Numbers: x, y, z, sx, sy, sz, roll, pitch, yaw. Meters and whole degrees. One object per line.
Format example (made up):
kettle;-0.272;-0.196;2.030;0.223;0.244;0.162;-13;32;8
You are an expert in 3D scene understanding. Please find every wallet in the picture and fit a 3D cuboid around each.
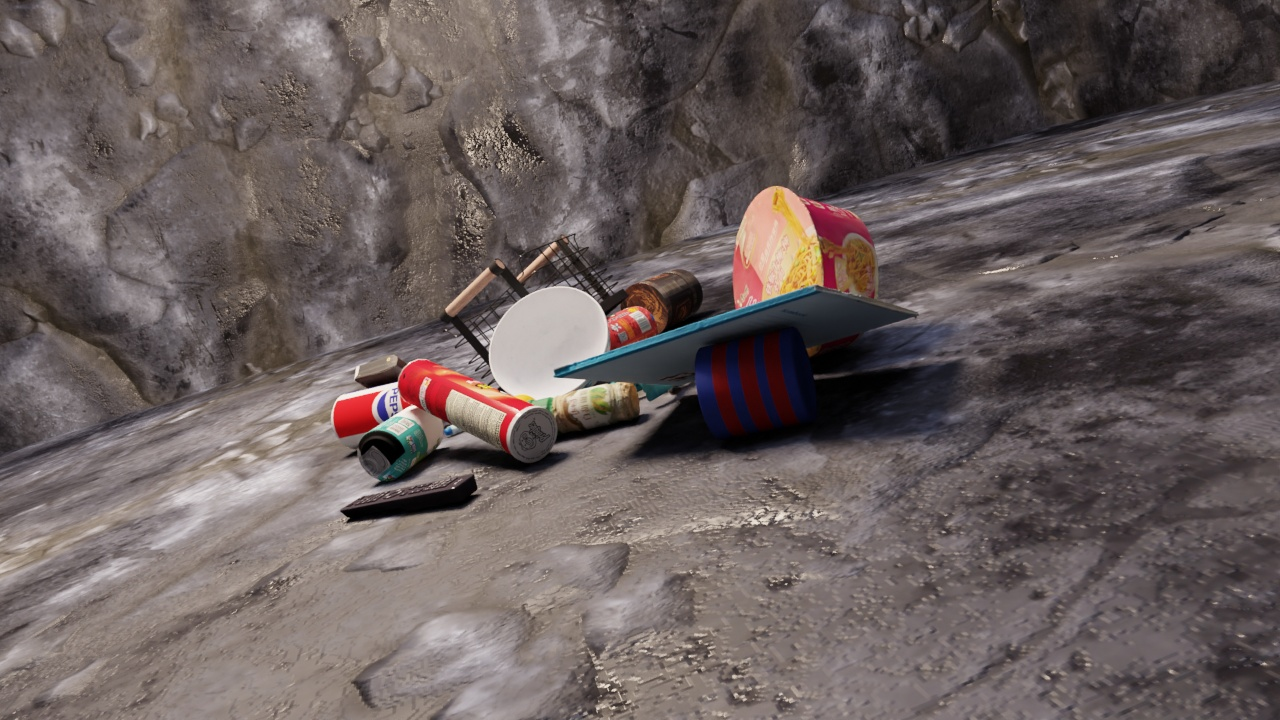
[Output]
wallet;-0.291;0.036;1.151;0.072;0.019;0.123;-17;-35;23

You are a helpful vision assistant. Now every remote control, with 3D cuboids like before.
remote control;-0.203;0.121;0.801;0.137;0.015;0.032;-14;10;28

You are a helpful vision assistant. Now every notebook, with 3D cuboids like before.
notebook;0.077;-0.013;0.764;0.254;0.009;0.180;-18;-15;37

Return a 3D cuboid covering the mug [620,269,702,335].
mug;0.023;-0.077;1.349;0.116;0.080;0.107;-42;-8;37

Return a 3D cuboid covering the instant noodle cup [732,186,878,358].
instant noodle cup;0.163;-0.079;0.895;0.077;0.178;0.179;-3;5;-20

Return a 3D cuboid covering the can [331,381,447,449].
can;-0.301;0.063;1.106;0.132;0.070;0.070;-12;11;23

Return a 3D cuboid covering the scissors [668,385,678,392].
scissors;0.062;0.004;1.000;0.141;0.014;0.161;-19;11;4

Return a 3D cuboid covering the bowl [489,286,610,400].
bowl;-0.094;-0.005;1.061;0.144;0.143;0.074;-14;-29;12

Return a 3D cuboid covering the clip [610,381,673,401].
clip;0.031;0.010;0.928;0.129;0.031;0.121;-27;8;-16

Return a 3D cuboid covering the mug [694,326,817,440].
mug;0.097;0.021;0.727;0.076;0.075;0.112;-13;-14;20

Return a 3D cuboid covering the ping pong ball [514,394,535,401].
ping pong ball;-0.122;0.055;0.948;0.040;0.040;0.040;-16;10;3

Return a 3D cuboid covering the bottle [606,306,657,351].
bottle;-0.040;-0.024;1.179;0.062;0.062;0.137;-8;13;40

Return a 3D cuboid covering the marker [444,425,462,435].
marker;-0.165;0.058;1.078;0.141;0.013;0.013;-23;12;-29

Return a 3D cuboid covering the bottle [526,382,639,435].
bottle;-0.057;0.049;0.882;0.111;0.043;0.043;-13;11;15

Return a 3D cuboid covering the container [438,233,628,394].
container;-0.139;-0.069;1.221;0.163;0.130;0.240;-40;1;22

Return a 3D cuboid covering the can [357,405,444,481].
can;-0.247;0.084;0.954;0.055;0.055;0.101;-13;11;17

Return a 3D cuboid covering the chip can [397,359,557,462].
chip can;-0.165;0.044;0.895;0.051;0.052;0.215;-24;27;-35
